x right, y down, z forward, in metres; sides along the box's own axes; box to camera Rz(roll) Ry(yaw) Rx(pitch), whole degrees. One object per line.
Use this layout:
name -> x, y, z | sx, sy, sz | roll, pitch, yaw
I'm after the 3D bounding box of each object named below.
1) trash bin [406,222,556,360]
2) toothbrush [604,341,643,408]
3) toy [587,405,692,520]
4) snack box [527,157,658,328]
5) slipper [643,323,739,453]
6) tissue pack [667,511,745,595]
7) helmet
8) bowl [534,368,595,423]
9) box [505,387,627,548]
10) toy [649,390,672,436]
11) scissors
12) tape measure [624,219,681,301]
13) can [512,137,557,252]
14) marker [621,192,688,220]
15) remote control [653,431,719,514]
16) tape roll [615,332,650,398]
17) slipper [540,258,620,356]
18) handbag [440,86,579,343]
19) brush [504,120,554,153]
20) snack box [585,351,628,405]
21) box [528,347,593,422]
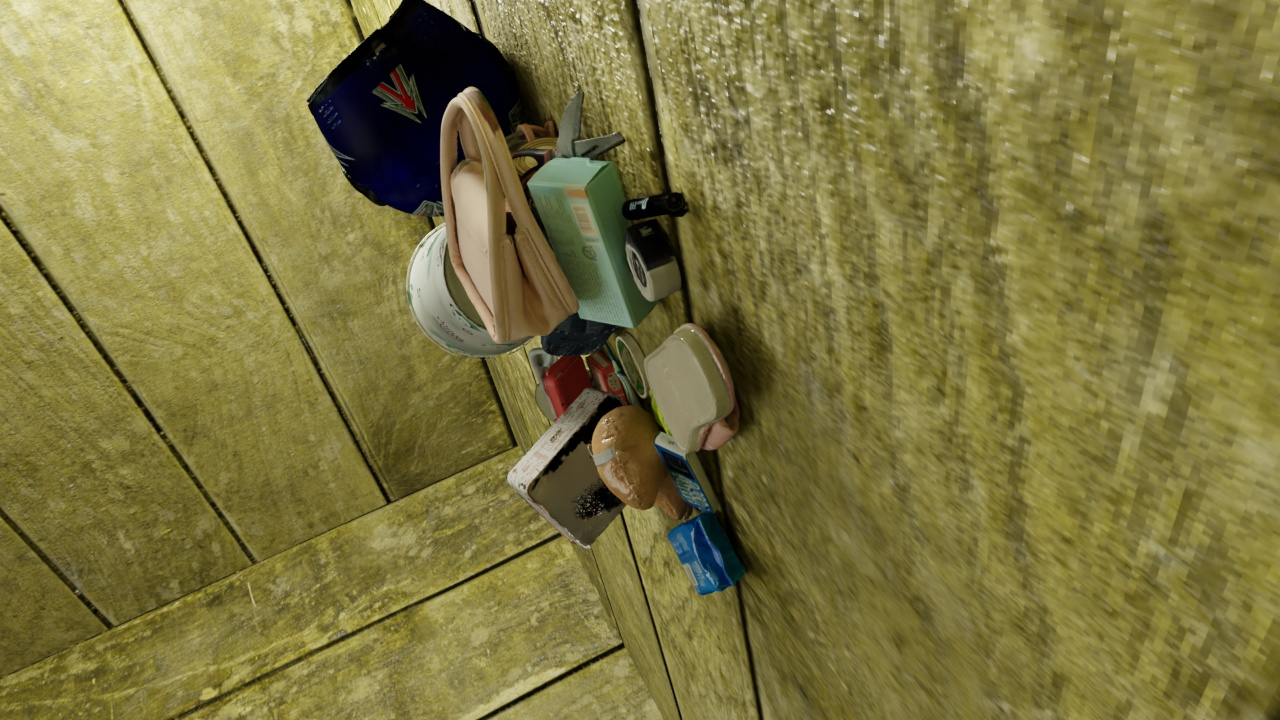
trash bin -> -0.209, -0.119, 1.324 | 0.229, 0.229, 0.252 | 67, 161, -6
toothbrush -> -0.030, 0.020, 1.268 | 0.191, 0.018, 0.016 | 62, 166, 19
toy -> 0.016, 0.131, 1.131 | 0.226, 0.083, 0.143 | 34, -141, -58
snack box -> -0.045, -0.116, 0.916 | 0.074, 0.051, 0.175 | 13, 138, 36
slipper -> 0.054, 0.025, 0.856 | 0.114, 0.054, 0.275 | 64, 170, 11
tissue pack -> 0.082, 0.236, 1.127 | 0.095, 0.052, 0.157 | 61, 167, 11
helmet -> -0.274, -0.310, 1.178 | 0.240, 0.247, 0.315 | 46, -178, -24
bowl -> -0.103, 0.051, 1.468 | 0.066, 0.117, 0.116 | -60, -36, -46
box -> -0.082, 0.137, 1.253 | 0.154, 0.182, 0.185 | 49, 165, -24
toy -> 0.036, 0.065, 1.051 | 0.100, 0.031, 0.097 | 54, 168, 53
scissors -> -0.081, -0.191, 0.929 | 0.189, 0.015, 0.226 | 25, 146, 29
tape measure -> 0.012, -0.090, 0.866 | 0.066, 0.033, 0.066 | 87, 158, -62
can -> -0.101, -0.190, 1.048 | 0.075, 0.075, 0.111 | 56, 164, 38
marker -> 0.011, -0.137, 0.819 | 0.022, 0.020, 0.132 | 39, 174, -18
remote control -> 0.055, 0.129, 1.043 | 0.049, 0.024, 0.125 | 21, 152, 37
tape roll -> -0.007, 0.007, 1.159 | 0.085, 0.014, 0.086 | 60, 166, 25
slipper -> -0.074, -0.075, 1.121 | 0.253, 0.105, 0.095 | 114, 151, -71
handbag -> -0.147, -0.154, 0.915 | 0.193, 0.093, 0.234 | 50, 156, 48
brush -> -0.129, -0.226, 1.109 | 0.063, 0.073, 0.146 | 59, 161, 31
snack box -> -0.038, 0.066, 1.366 | 0.075, 0.025, 0.153 | 40, 151, 63
box -> -0.113, 0.074, 1.390 | 0.102, 0.095, 0.202 | 9, 133, 34
